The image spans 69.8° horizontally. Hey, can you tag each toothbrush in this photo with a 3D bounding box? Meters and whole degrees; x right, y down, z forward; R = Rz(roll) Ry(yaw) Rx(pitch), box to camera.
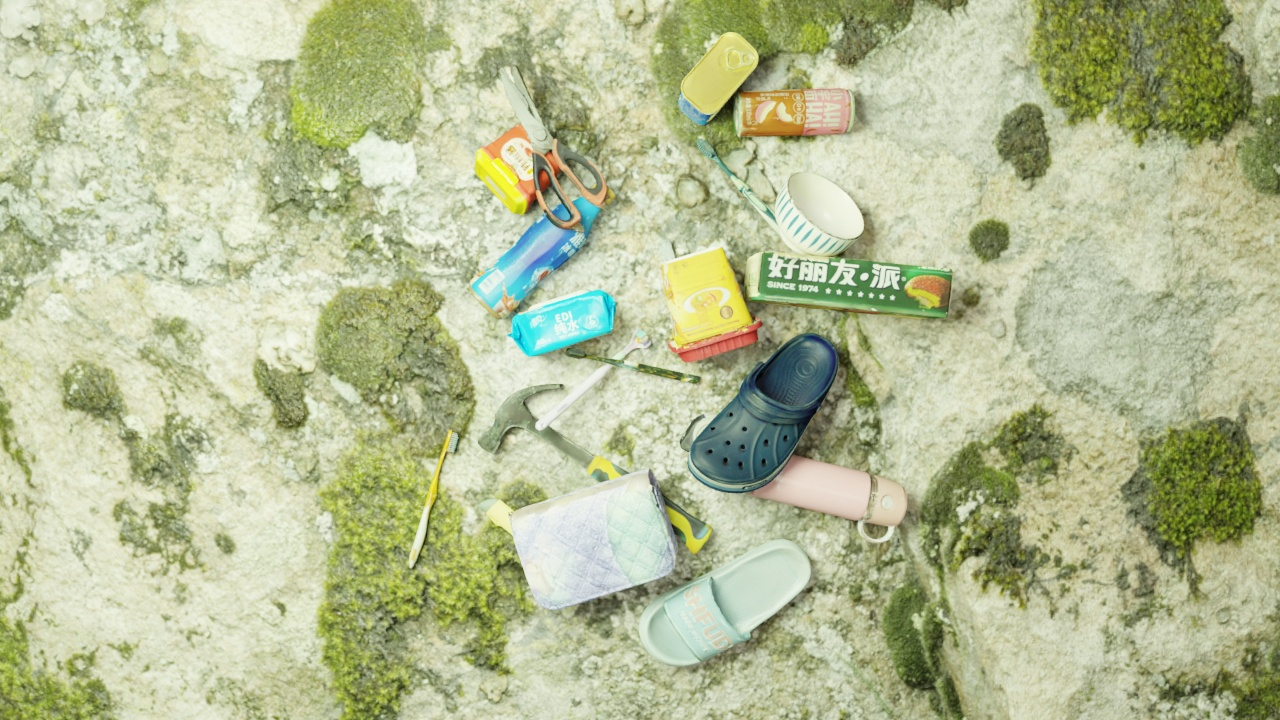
[{"bbox_3d":[-0.062,0.027,1.179,0.189,0.021,0.029,-41,103,-14],"label":"toothbrush"},{"bbox_3d":[0.141,-0.218,1.196,0.016,0.018,0.191,-44,93,0],"label":"toothbrush"},{"bbox_3d":[-0.273,0.183,1.208,0.018,0.016,0.191,16,92,-11],"label":"toothbrush"},{"bbox_3d":[-0.007,0.007,1.178,0.185,0.017,0.012,13,73,-20],"label":"toothbrush"}]

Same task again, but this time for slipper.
[{"bbox_3d":[0.116,0.321,1.197,0.245,0.074,0.104,-31,94,-1],"label":"slipper"},{"bbox_3d":[0.165,0.061,1.143,0.105,0.095,0.252,38,71,19],"label":"slipper"}]

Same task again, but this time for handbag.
[{"bbox_3d":[-0.057,0.226,1.163,0.194,0.075,0.134,-17,96,4],"label":"handbag"}]

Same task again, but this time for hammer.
[{"bbox_3d":[-0.045,0.144,1.203,0.323,0.032,0.126,34,92,-3],"label":"hammer"}]

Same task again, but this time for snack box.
[{"bbox_3d":[0.257,-0.094,1.158,0.240,0.114,0.063,6,92,-3],"label":"snack box"},{"bbox_3d":[-0.155,-0.243,1.160,0.080,0.082,0.091,-44,94,-13],"label":"snack box"}]

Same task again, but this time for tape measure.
[{"bbox_3d":[0.093,0.102,1.204,0.066,0.033,0.066,35,94,-5],"label":"tape measure"}]

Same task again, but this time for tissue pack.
[{"bbox_3d":[-0.097,-0.049,1.162,0.140,0.090,0.063,-17,93,-1],"label":"tissue pack"}]

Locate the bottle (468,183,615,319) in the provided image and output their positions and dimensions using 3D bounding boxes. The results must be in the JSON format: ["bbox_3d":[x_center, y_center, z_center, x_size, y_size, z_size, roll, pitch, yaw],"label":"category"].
[{"bbox_3d":[-0.121,-0.146,1.170,0.218,0.065,0.065,-43,93,0],"label":"bottle"}]

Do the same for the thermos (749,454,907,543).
[{"bbox_3d":[0.243,0.177,1.195,0.198,0.067,0.087,15,86,-3],"label":"thermos"}]

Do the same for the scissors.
[{"bbox_3d":[-0.106,-0.266,1.133,0.197,0.015,0.205,15,74,-16],"label":"scissors"}]

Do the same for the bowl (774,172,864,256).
[{"bbox_3d":[0.218,-0.176,1.165,0.116,0.116,0.066,35,133,-3],"label":"bowl"}]

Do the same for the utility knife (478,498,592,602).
[{"bbox_3d":[-0.133,0.249,1.213,0.198,0.021,0.031,43,95,3],"label":"utility knife"}]

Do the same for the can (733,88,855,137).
[{"bbox_3d":[0.195,-0.316,1.172,0.147,0.058,0.058,-2,93,-1],"label":"can"}]

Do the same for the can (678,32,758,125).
[{"bbox_3d":[0.095,-0.351,1.154,0.057,0.083,0.102,41,91,-4],"label":"can"}]

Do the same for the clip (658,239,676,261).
[{"bbox_3d":[0.038,-0.130,1.197,0.026,0.041,0.058,-11,89,1],"label":"clip"}]

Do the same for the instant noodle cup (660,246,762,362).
[{"bbox_3d":[0.080,-0.074,1.149,0.116,0.116,0.123,-17,98,-1],"label":"instant noodle cup"}]
